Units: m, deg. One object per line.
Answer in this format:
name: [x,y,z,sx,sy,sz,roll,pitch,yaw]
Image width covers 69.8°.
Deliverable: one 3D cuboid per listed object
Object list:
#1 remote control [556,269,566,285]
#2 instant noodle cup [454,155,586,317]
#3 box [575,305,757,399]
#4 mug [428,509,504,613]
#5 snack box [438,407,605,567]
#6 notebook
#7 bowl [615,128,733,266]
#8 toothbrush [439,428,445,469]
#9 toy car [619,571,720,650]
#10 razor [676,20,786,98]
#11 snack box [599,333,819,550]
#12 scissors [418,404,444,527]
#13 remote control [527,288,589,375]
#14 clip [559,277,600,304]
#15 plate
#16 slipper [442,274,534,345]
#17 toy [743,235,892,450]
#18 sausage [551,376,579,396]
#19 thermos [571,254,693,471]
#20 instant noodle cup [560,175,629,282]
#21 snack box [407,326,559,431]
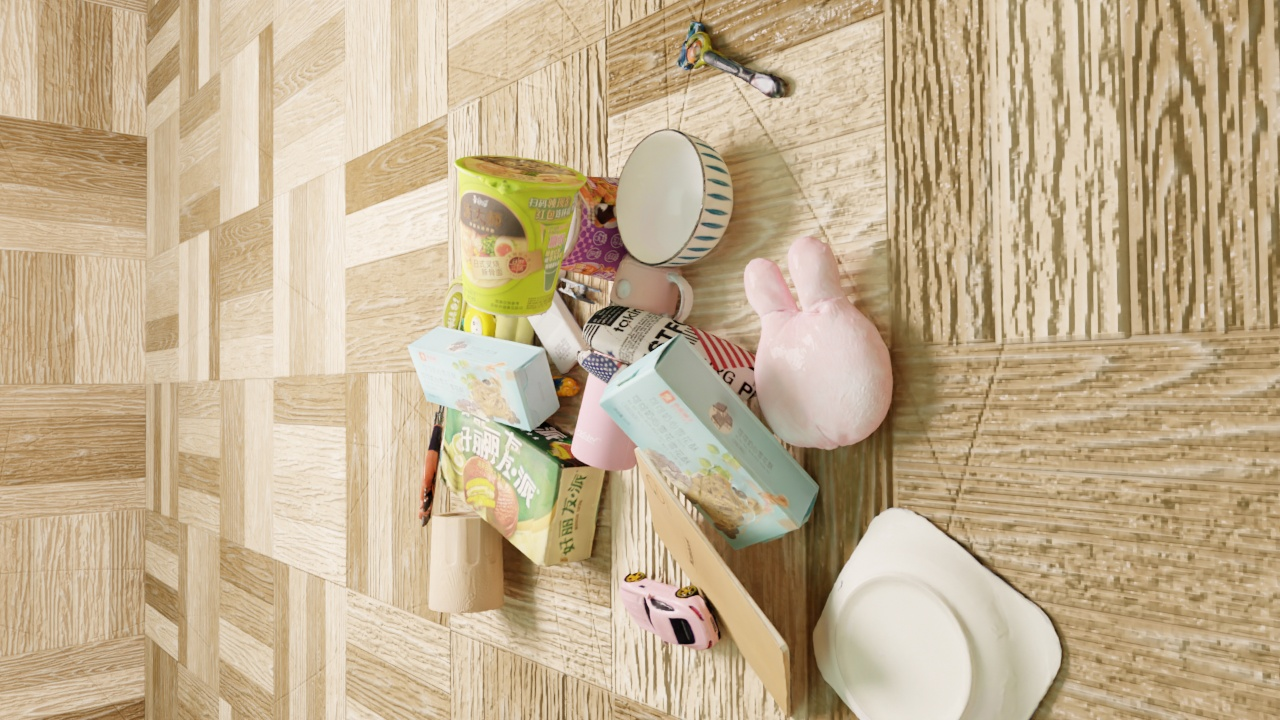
remote control: [-0.118,-0.138,1.020,0.056,0.020,0.136,-39,61,43]
instant noodle cup: [-0.110,-0.106,0.799,0.112,0.111,0.124,32,121,45]
box: [0.022,0.017,0.784,0.163,0.076,0.087,22,127,13]
mug: [-0.197,0.228,1.058,0.125,0.084,0.103,110,160,-86]
snack box: [-0.136,0.121,1.003,0.240,0.063,0.114,26,111,48]
notebook: [0.059,0.180,0.750,0.207,0.008,0.148,51,163,37]
bowl: [0.038,-0.137,0.799,0.117,0.066,0.116,-3,86,50]
toothbrush: [-0.237,0.054,1.162,0.018,0.016,0.192,29,111,57]
toy car: [0.022,0.227,0.824,0.123,0.037,0.056,0,114,51]
razor: [0.075,-0.255,0.792,0.143,0.022,0.043,43,123,41]
snack box: [0.054,0.067,0.720,0.175,0.051,0.074,47,137,-10]
scissors: [-0.240,0.079,1.089,0.185,0.015,0.209,-115,34,-75]
remote control: [-0.099,-0.048,0.977,0.125,0.024,0.049,57,132,15]
clip: [-0.067,-0.073,0.955,0.058,0.026,0.038,28,102,53]
plate: [0.190,0.204,0.640,0.163,0.034,0.164,40,118,42]
slipper: [-0.193,-0.047,1.063,0.191,0.081,0.092,30,115,49]
toy: [0.130,-0.011,0.696,0.122,0.054,0.159,-20,81,47]
sausage: [-0.118,0.026,1.016,0.165,0.021,0.021,1,90,49]
thermos: [-0.005,0.005,0.851,0.087,0.067,0.199,29,111,39]
instant noodle cup: [-0.044,-0.127,0.873,0.112,0.099,0.111,-2,88,48]
snack box: [-0.171,0.017,0.990,0.175,0.051,0.074,11,127,36]
